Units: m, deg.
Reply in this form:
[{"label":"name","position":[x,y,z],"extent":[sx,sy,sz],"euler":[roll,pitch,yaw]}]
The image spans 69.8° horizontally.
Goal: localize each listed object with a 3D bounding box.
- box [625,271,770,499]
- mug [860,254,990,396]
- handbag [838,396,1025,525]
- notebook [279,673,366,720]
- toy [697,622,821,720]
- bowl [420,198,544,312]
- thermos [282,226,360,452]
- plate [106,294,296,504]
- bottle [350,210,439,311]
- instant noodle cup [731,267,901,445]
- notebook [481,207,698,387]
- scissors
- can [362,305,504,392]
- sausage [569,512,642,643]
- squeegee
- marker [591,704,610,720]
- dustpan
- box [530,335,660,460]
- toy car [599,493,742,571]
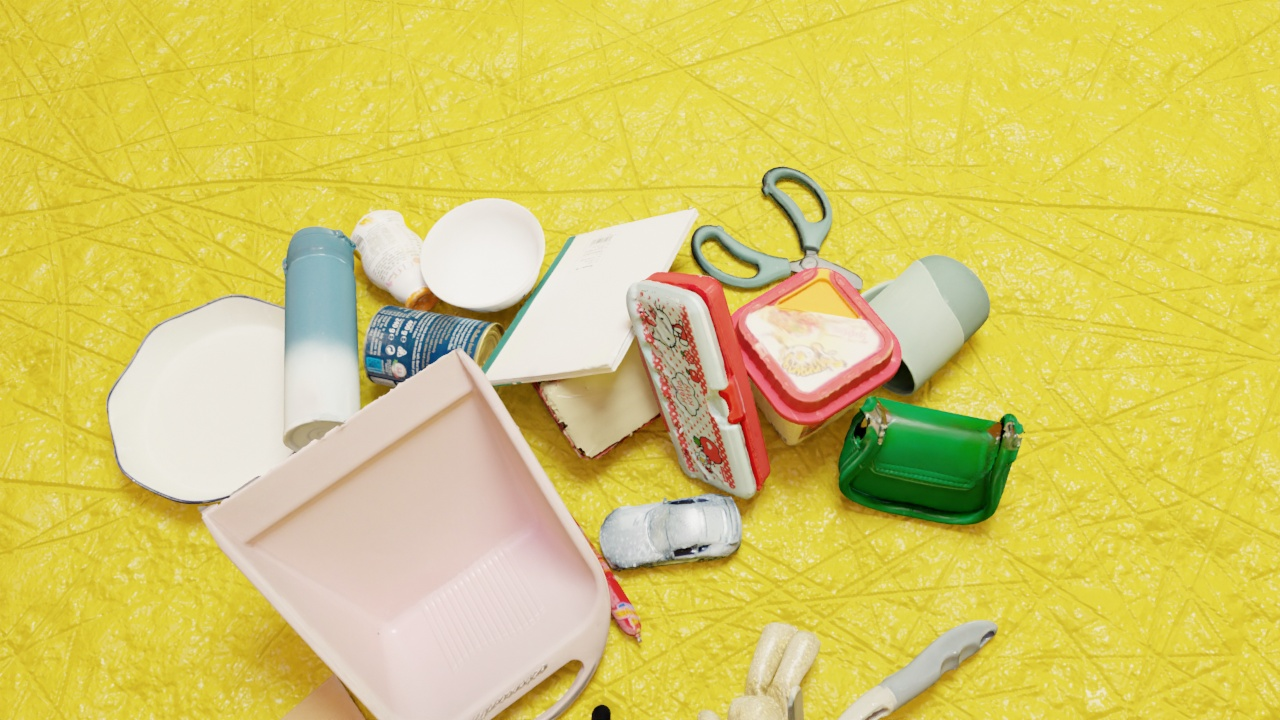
[{"label":"box","position":[0.045,0.024,0.735],"extent":[0.087,0.201,0.048],"euler":[11,42,40]},{"label":"mug","position":[0.235,-0.038,0.810],"extent":[0.106,0.082,0.112],"euler":[-42,37,-12]},{"label":"handbag","position":[0.227,0.076,0.732],"extent":[0.131,0.120,0.067],"euler":[9,63,11]},{"label":"notebook","position":[-0.240,0.374,0.712],"extent":[0.147,0.008,0.207],"euler":[-41,68,-12]},{"label":"toy","position":[0.095,0.275,0.695],"extent":[0.105,0.066,0.157],"euler":[-1,57,42]},{"label":"bowl","position":[-0.142,-0.087,0.874],"extent":[0.118,0.065,0.118],"euler":[-3,64,6]},{"label":"thermos","position":[-0.286,-0.024,0.822],"extent":[0.070,0.070,0.220],"euler":[-14,59,0]},{"label":"plate","position":[-0.387,0.039,0.857],"extent":[0.205,0.046,0.204],"euler":[-2,67,5]},{"label":"bottle","position":[-0.234,-0.094,0.888],"extent":[0.063,0.063,0.108],"euler":[-33,66,-9]},{"label":"instant noodle cup","position":[0.139,0.004,0.768],"extent":[0.116,0.124,0.116],"euler":[-30,67,-12]},{"label":"notebook","position":[-0.046,-0.058,0.809],"extent":[0.151,0.012,0.208],"euler":[-7,40,35]},{"label":"scissors","position":[0.144,-0.123,0.885],"extent":[0.174,0.019,0.177],"euler":[20,69,16]},{"label":"can","position":[-0.188,-0.006,0.838],"extent":[0.111,0.075,0.075],"euler":[10,67,11]},{"label":"sausage","position":[-0.041,0.171,0.774],"extent":[0.020,0.020,0.156],"euler":[-34,67,-9]},{"label":"squeegee","position":[0.179,0.253,0.668],"extent":[0.245,0.247,0.039],"euler":[-28,35,-32]},{"label":"marker","position":[-0.032,0.330,0.705],"extent":[0.018,0.015,0.124],"euler":[0,65,3]},{"label":"dustpan","position":[-0.144,0.163,0.691],"extent":[0.222,0.273,0.139],"euler":[-36,42,-7]},{"label":"box","position":[-0.005,0.005,0.791],"extent":[0.168,0.091,0.079],"euler":[-33,26,-9]},{"label":"toy car","position":[0.025,0.144,0.771],"extent":[0.121,0.037,0.054],"euler":[-9,66,6]}]
